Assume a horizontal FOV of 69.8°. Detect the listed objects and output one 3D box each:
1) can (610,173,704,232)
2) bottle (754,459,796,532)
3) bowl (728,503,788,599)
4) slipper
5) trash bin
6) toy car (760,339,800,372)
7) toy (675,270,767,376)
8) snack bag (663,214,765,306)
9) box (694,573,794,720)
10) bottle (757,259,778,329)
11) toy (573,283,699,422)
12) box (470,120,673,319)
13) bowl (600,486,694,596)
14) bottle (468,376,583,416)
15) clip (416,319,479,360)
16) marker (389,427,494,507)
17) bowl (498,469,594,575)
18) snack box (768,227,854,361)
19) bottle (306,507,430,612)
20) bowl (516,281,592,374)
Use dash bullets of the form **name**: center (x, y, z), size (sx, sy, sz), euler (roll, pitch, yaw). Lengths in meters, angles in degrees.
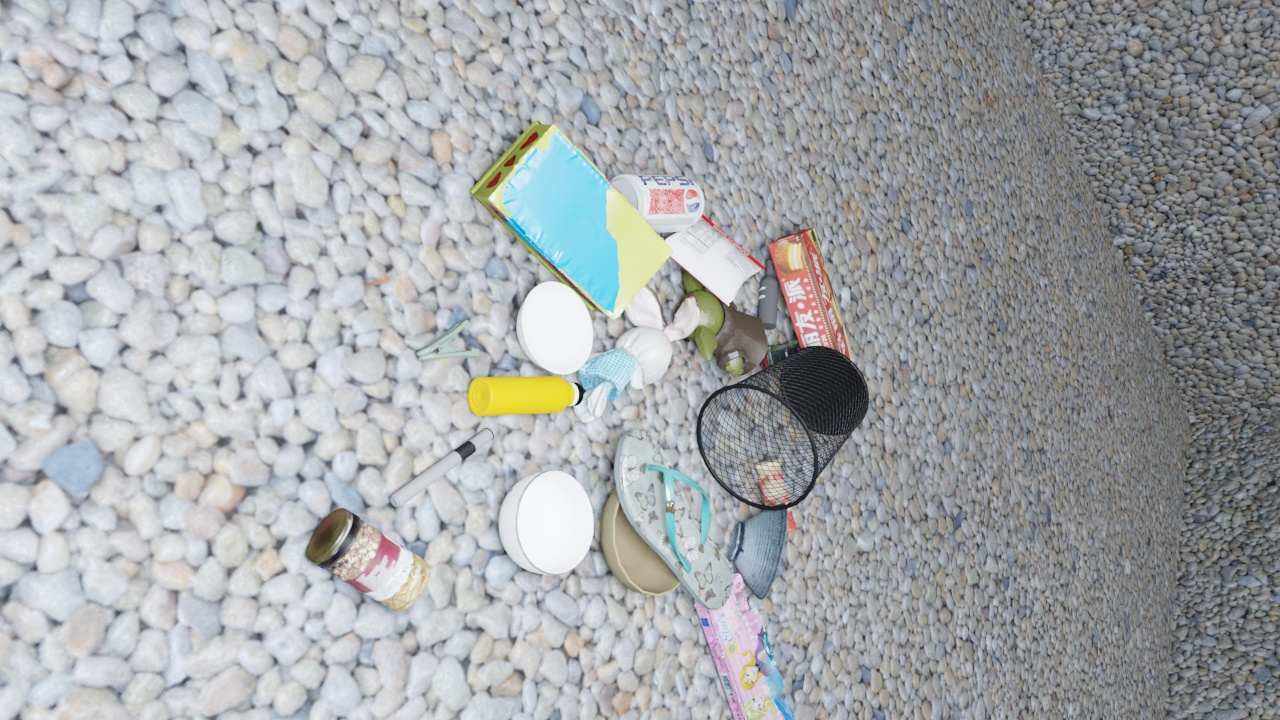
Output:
- **can**: center (0.019, -0.212, 1.239), size (0.135, 0.078, 0.078), euler (-12, 89, -47)
- **bottle**: center (0.200, 0.202, 1.361), size (0.044, 0.044, 0.109), euler (-10, 87, -47)
- **bowl**: center (0.157, 0.258, 1.277), size (0.057, 0.137, 0.136), euler (16, 63, -1)
- **slipper**: center (0.050, 0.203, 1.119), size (0.098, 0.055, 0.269), euler (-47, 116, -39)
- **trash bin**: center (0.214, 0.082, 1.299), size (0.209, 0.185, 0.184), euler (-31, 103, -46)
- **toy car**: center (0.219, -0.007, 1.434), size (0.091, 0.036, 0.042), euler (-17, 94, -48)
- **toy**: center (0.112, -0.041, 1.296), size (0.152, 0.078, 0.179), euler (29, 36, -34)
- **snack bag**: center (0.105, -0.150, 1.309), size (0.131, 0.039, 0.143), euler (41, 39, 3)
- **box**: center (0.144, 0.409, 1.245), size (0.084, 0.053, 0.230), euler (-26, 100, -47)
- **bottle**: center (0.201, -0.106, 1.443), size (0.030, 0.030, 0.112), euler (24, 64, -41)
- **toy**: center (-0.007, 0.007, 1.156), size (0.204, 0.131, 0.106), euler (-54, 141, -25)
- **box**: center (-0.079, -0.164, 1.088), size (0.221, 0.081, 0.124), euler (41, 84, -27)
- **bowl**: center (0.002, 0.215, 1.142), size (0.152, 0.051, 0.152), euler (13, 71, -44)
- **bottle**: center (-0.127, 0.040, 1.051), size (0.143, 0.043, 0.043), euler (1, 80, -47)
- **clip**: center (-0.210, -0.015, 0.991), size (0.075, 0.023, 0.059), euler (-25, 98, -49)
- **marker**: center (-0.208, 0.112, 0.969), size (0.140, 0.016, 0.016), euler (-38, 108, -44)
- **bowl**: center (-0.112, 0.180, 1.019), size (0.113, 0.063, 0.113), euler (13, 72, -45)
- **snack box**: center (0.277, -0.091, 1.476), size (0.113, 0.060, 0.236), euler (-33, 105, -66)
- **bottle**: center (-0.256, 0.190, 0.870), size (0.105, 0.056, 0.056), euler (44, 52, -31)
- **bowl**: center (-0.110, -0.035, 1.088), size (0.109, 0.041, 0.109), euler (13, 72, -44)
